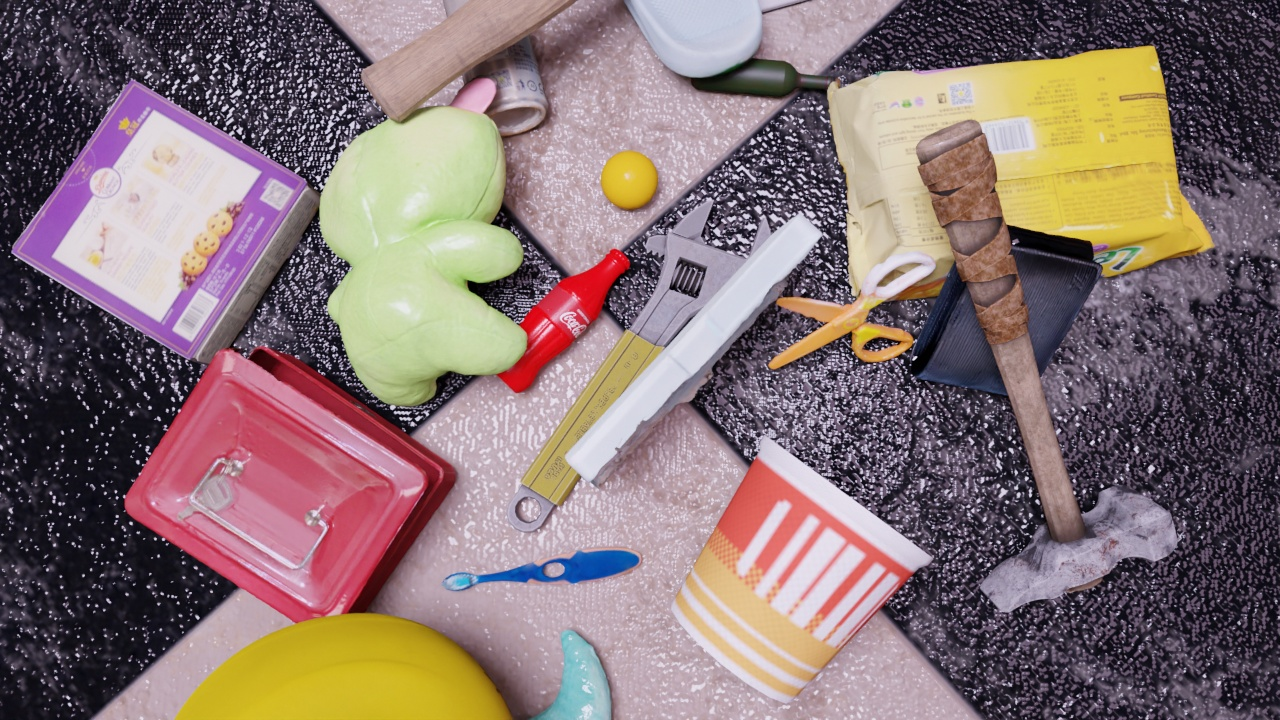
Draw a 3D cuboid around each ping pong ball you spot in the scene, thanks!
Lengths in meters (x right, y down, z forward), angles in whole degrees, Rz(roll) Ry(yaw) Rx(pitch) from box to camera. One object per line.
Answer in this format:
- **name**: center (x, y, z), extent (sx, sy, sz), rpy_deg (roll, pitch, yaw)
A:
- **ping pong ball**: center (-0.008, -0.125, 0.637), extent (0.040, 0.040, 0.040), rpy_deg (0, 82, -1)

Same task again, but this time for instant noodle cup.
- **instant noodle cup**: center (0.092, 0.132, 0.571), extent (0.123, 0.123, 0.121), rpy_deg (36, 91, 4)

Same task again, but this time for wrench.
- **wrench**: center (-0.004, 0.004, 0.631), extent (0.083, 0.018, 0.273), rpy_deg (33, 84, 4)

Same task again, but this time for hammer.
- **hammer**: center (0.233, 0.010, 0.565), extent (0.121, 0.049, 0.319), rpy_deg (-24, 107, 1)
- **hammer**: center (-0.043, -0.254, 0.577), extent (0.305, 0.040, 0.132), rpy_deg (-37, 98, -7)

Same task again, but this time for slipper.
- **slipper**: center (0.012, -0.309, 0.637), extent (0.104, 0.074, 0.245), rpy_deg (-24, 77, -6)

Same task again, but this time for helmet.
- **helmet**: center (-0.173, 0.236, 0.523), extent (0.208, 0.241, 0.139), rpy_deg (-3, 46, -24)

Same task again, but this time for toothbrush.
- **toothbrush**: center (-0.066, 0.141, 0.614), extent (0.135, 0.017, 0.021), rpy_deg (-7, 85, -1)

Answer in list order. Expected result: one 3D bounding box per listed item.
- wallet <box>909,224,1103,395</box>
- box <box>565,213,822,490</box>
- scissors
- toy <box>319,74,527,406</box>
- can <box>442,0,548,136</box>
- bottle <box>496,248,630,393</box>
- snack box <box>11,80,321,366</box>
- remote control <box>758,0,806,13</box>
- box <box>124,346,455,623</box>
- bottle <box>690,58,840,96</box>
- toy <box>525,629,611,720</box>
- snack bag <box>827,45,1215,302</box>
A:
- **wallet**: center (0.238, -0.029, 0.599), extent (0.089, 0.026, 0.115), rpy_deg (9, 121, -12)
- **box**: center (0.030, -0.001, 0.573), extent (0.041, 0.134, 0.197), rpy_deg (44, 84, 3)
- **scissors**: center (0.141, -0.031, 0.597), extent (0.125, 0.128, 0.011), rpy_deg (10, 41, -31)
- **toy**: center (-0.147, -0.077, 0.591), extent (0.150, 0.107, 0.196), rpy_deg (-19, 83, 28)
- **can**: center (-0.105, -0.230, 0.643), extent (0.054, 0.054, 0.135), rpy_deg (-15, 83, -3)
- **bottle**: center (-0.054, -0.030, 0.626), extent (0.036, 0.036, 0.119), rpy_deg (44, 84, 5)
- **snack box**: center (-0.321, -0.093, 0.629), extent (0.148, 0.040, 0.143), rpy_deg (30, 83, 3)
- **remote control**: center (0.088, -0.278, 0.674), extent (0.146, 0.008, 0.045), rpy_deg (-16, 83, -3)
- **box**: center (-0.218, 0.080, 0.589), extent (0.157, 0.092, 0.129), rpy_deg (35, 86, 0)
- **bottle**: center (0.090, -0.202, 0.656), extent (0.106, 0.025, 0.025), rpy_deg (5, 82, 0)
- **toy**: center (-0.062, 0.235, 0.595), extent (0.105, 0.033, 0.085), rpy_deg (-34, 74, -2)
- **snack bag**: center (0.255, -0.132, 0.627), extent (0.247, 0.068, 0.159), rpy_deg (-7, 82, -2)
